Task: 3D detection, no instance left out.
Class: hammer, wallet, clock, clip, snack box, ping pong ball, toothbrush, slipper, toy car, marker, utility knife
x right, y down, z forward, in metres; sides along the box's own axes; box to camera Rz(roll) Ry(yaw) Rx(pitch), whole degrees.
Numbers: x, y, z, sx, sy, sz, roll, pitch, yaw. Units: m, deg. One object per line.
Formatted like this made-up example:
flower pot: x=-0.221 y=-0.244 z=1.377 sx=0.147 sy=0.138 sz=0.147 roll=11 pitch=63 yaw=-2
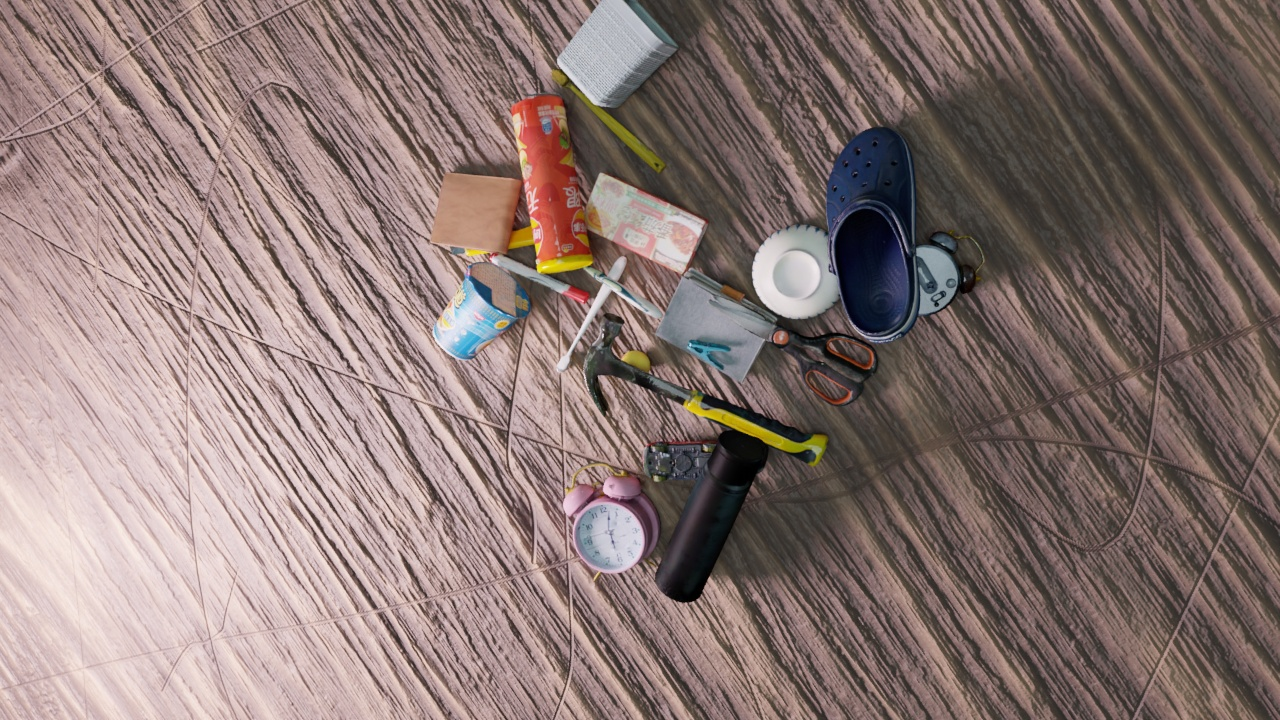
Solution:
hammer: x=0.079 y=0.058 z=1.164 sx=0.323 sy=0.031 sz=0.126 roll=23 pitch=113 yaw=0
wallet: x=0.097 y=-0.046 z=1.163 sx=0.130 sy=0.036 sz=0.107 roll=30 pitch=118 yaw=9
clock: x=0.341 y=-0.102 z=1.073 sx=0.122 sy=0.055 sz=0.082 roll=-31 pitch=90 yaw=18
wallet: x=-0.218 y=-0.197 z=1.218 sx=0.115 sy=0.020 sz=0.101 roll=11 pitch=86 yaw=19
clip: x=0.085 y=-0.011 z=1.153 sx=0.055 sy=0.013 sz=0.034 roll=25 pitch=118 yaw=8
snack box: x=0.004 y=-0.175 z=1.170 sx=0.153 sy=0.025 sz=0.075 roll=27 pitch=106 yaw=9
ping pong ball: x=-0.007 y=0.007 z=1.200 sx=0.040 sy=0.040 sz=0.040 roll=3 pitch=101 yaw=15
toothbrush: x=-0.050 y=-0.107 z=1.191 sx=0.191 sy=0.018 sz=0.016 roll=34 pitch=103 yaw=16
slipper: x=0.255 y=-0.146 z=1.035 sx=0.105 sy=0.095 sz=0.252 roll=-9 pitch=76 yaw=31
toy car: x=0.063 y=0.130 z=1.201 sx=0.120 sy=0.045 sz=0.053 roll=-1 pitch=99 yaw=10
toothbrush: x=-0.042 y=-0.305 z=1.163 sx=0.190 sy=0.016 sz=0.016 roll=43 pitch=109 yaw=4
marker: x=-0.136 y=-0.111 z=1.227 sx=0.145 sy=0.017 sz=0.017 roll=24 pitch=106 yaw=10
toothbrush: x=-0.064 y=-0.060 z=1.219 sx=0.016 sy=0.016 sz=0.180 roll=33 pitch=105 yaw=9
utility knife: x=-0.179 y=-0.160 z=1.226 sx=0.177 sy=0.033 sz=0.015 roll=-7 pitch=141 yaw=20
clock: x=-0.042 y=0.212 z=1.239 sx=0.117 sy=0.059 sz=0.158 roll=-17 pitch=94 yaw=17

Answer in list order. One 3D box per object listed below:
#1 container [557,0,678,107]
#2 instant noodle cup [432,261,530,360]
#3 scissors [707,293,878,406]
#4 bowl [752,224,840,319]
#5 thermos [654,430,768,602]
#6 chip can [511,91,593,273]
container: x=-0.030 y=-0.373 z=1.110 sx=0.112 sy=0.089 sz=0.090 roll=-43 pitch=87 yaw=21
instant noodle cup: x=-0.219 y=-0.060 z=1.225 sx=0.099 sy=0.099 sz=0.110 roll=48 pitch=117 yaw=3
scissors: x=0.176 y=-0.010 z=1.122 sx=0.235 sy=0.021 sz=0.139 roll=8 pitch=111 yaw=-2
bowl: x=0.190 y=-0.105 z=1.109 sx=0.116 sy=0.066 sz=0.116 roll=3 pitch=101 yaw=15
thermos: x=0.096 y=0.200 z=1.171 sx=0.068 sy=0.089 sz=0.243 roll=51 pitch=131 yaw=41
chip can: x=-0.111 y=-0.221 z=1.155 sx=0.073 sy=0.073 sz=0.216 roll=-10 pitch=87 yaw=17
